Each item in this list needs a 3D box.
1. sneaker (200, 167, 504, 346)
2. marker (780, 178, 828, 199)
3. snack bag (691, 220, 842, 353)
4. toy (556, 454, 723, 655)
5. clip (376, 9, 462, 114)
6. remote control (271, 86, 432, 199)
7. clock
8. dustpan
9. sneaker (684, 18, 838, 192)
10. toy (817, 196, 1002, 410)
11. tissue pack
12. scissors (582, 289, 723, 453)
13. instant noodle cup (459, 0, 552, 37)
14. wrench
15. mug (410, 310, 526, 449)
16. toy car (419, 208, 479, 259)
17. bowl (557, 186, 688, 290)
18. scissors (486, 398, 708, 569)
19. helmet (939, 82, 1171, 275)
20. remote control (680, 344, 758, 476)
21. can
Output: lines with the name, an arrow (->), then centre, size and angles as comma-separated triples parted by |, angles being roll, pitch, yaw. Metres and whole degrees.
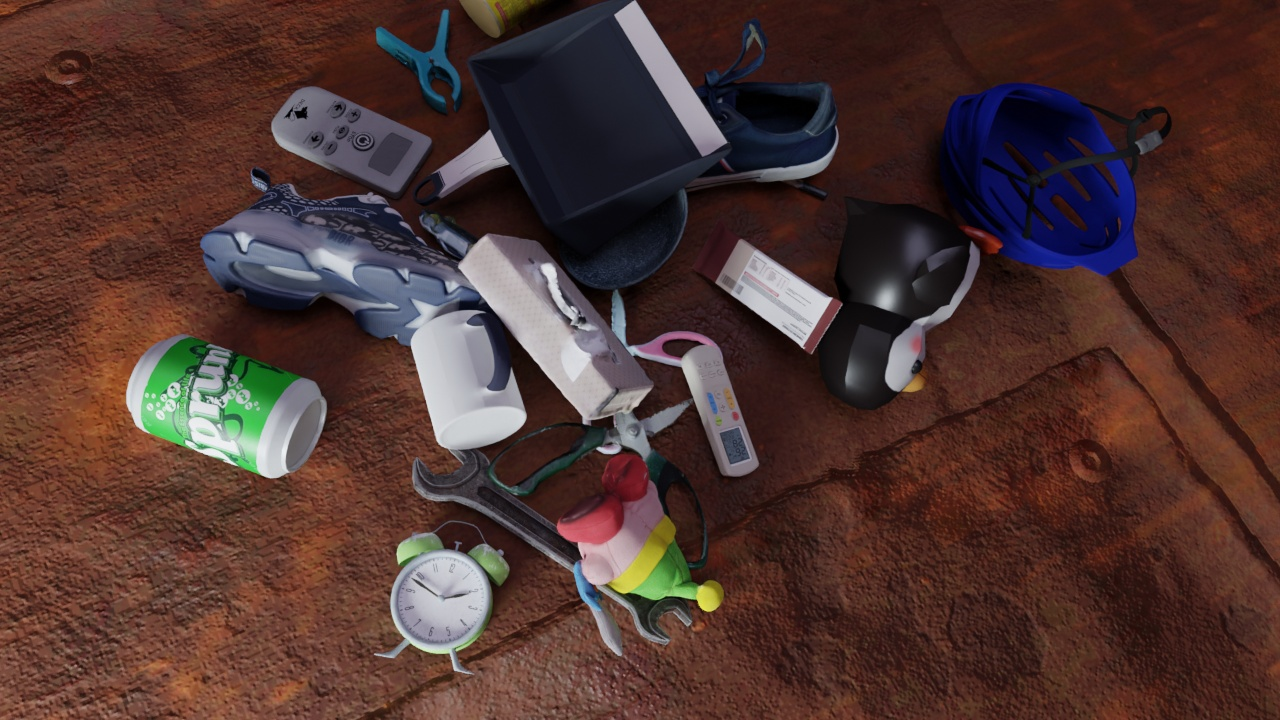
sneaker -> -0.245, -0.103, 0.843 | 0.269, 0.103, 0.132 | 14, 51, -8
marker -> 0.126, -0.203, 0.966 | 0.152, 0.011, 0.011 | 24, 67, 3
snack bag -> 0.117, -0.072, 0.869 | 0.158, 0.013, 0.057 | 39, 112, 31
toy -> 0.000, 0.159, 0.747 | 0.123, 0.097, 0.131 | -49, 121, -45
clip -> -0.212, -0.312, 0.964 | 0.097, 0.026, 0.116 | -23, 72, -12
remote control -> -0.292, -0.223, 0.920 | 0.151, 0.019, 0.074 | 25, 68, 4
clock -> -0.162, 0.191, 0.757 | 0.094, 0.043, 0.119 | 14, 68, -2
dustpan -> -0.090, -0.218, 0.875 | 0.273, 0.080, 0.236 | -34, 61, 14
sneaker -> 0.049, -0.243, 0.903 | 0.295, 0.127, 0.120 | -2, 68, 6
toy -> 0.219, -0.048, 0.850 | 0.140, 0.159, 0.184 | 24, 85, -8
tissue pack -> -0.066, -0.036, 0.785 | 0.071, 0.103, 0.181 | -41, 76, 17
scissors -> -0.009, 0.009, 0.863 | 0.170, 0.013, 0.176 | 12, 68, -3
instant noodle cup -> -0.135, -0.408, 0.979 | 0.100, 0.100, 0.112 | 43, 80, 11
wrench -> -0.076, 0.155, 0.786 | 0.273, 0.010, 0.069 | 33, 41, 6
mug -> -0.143, 0.009, 0.792 | 0.078, 0.112, 0.096 | -3, 60, -36
toy car -> -0.176, -0.115, 0.882 | 0.090, 0.038, 0.027 | 34, 104, 8
bowl -> -0.007, -0.123, 0.883 | 0.137, 0.057, 0.137 | -9, 70, 25
scissors -> -0.031, 0.101, 0.811 | 0.205, 0.015, 0.201 | -14, 76, -13
helmet -> 0.395, -0.196, 0.877 | 0.147, 0.228, 0.241 | -30, 75, -7
remote control -> 0.073, 0.046, 0.843 | 0.038, 0.018, 0.125 | -13, 79, -32
can -> -0.346, 0.038, 0.772 | 0.140, 0.088, 0.087 | 20, 67, 2
